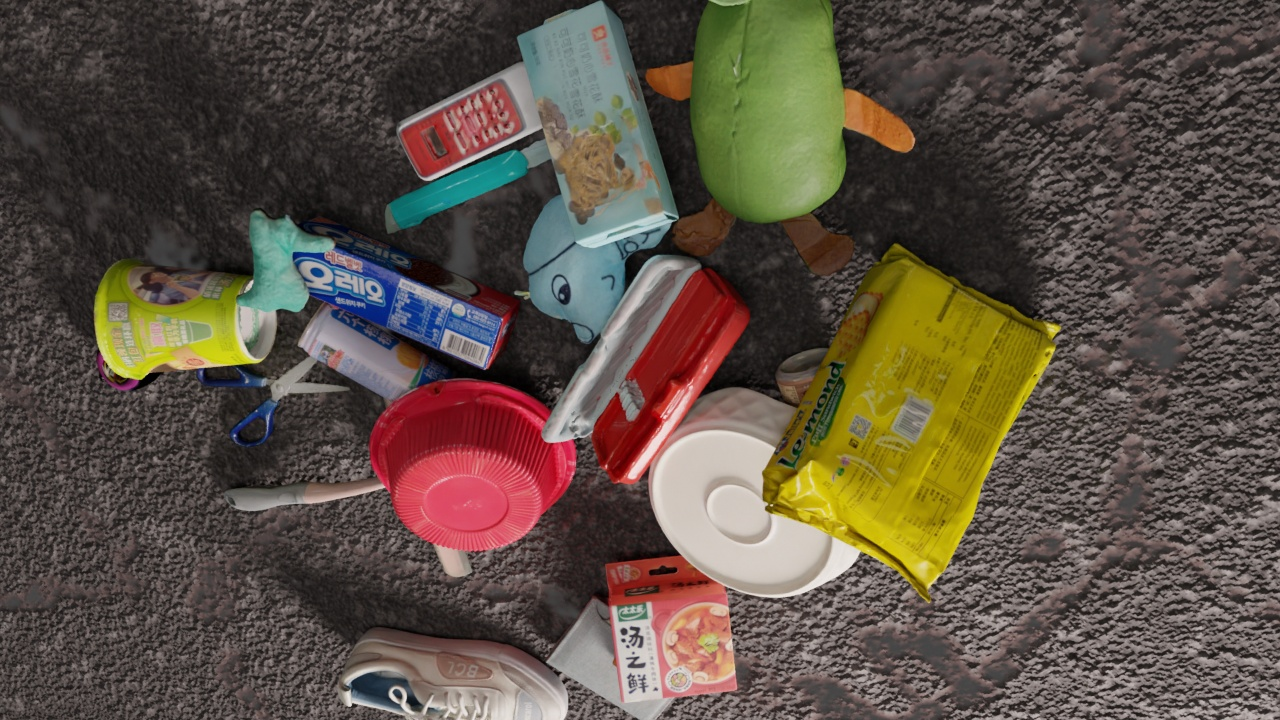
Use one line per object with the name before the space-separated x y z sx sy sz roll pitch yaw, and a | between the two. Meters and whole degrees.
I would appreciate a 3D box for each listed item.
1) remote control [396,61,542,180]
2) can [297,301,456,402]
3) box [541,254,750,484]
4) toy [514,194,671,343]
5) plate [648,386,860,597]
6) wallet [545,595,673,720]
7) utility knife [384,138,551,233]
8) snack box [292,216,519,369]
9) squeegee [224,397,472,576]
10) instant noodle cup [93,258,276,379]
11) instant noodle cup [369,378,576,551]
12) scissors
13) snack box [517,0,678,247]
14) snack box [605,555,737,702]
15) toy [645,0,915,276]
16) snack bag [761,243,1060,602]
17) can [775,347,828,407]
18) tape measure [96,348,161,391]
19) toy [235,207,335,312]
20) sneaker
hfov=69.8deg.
remote control | -0.139 -0.199 0.769 0.136 0.020 0.056 -20 105 18
can | -0.240 0.000 0.838 0.134 0.053 0.053 32 114 -13
box | -0.008 0.003 0.780 0.098 0.095 0.202 18 117 -32
toy | -0.044 -0.099 0.773 0.156 0.049 0.161 -16 93 25
plate | 0.094 0.123 0.802 0.205 0.045 0.205 16 123 25
wallet | -0.018 0.307 0.936 0.129 0.036 0.107 33 114 -3
utility knife | -0.147 -0.152 0.793 0.187 0.013 0.029 -18 108 19
snack box | -0.216 -0.062 0.818 0.207 0.058 0.057 23 113 1
squeegee | -0.321 0.130 0.925 0.250 0.040 0.248 -9 109 15
instant noodle cup | -0.409 -0.038 0.844 0.123 0.111 0.112 1 111 3
instant noodle cup | -0.155 0.110 0.838 0.194 0.065 0.194 -2 129 -2
scissors | -0.364 0.034 0.904 0.162 0.012 0.163 21 117 7
snack box | -0.032 -0.180 0.713 0.074 0.051 0.175 -17 89 17
snack box | 0.029 0.256 0.881 0.113 0.044 0.127 -7 101 1
toy | 0.094 -0.180 0.683 0.227 0.089 0.247 19 132 27
snack bag | 0.211 0.041 0.714 0.158 0.068 0.246 29 80 -2
can | 0.160 0.052 0.789 0.059 0.058 0.116 -16 107 16
tape measure | -0.505 0.000 0.909 0.058 0.039 0.057 18 114 9
toy | -0.304 -0.084 0.781 0.096 0.030 0.092 4 112 7
sneaker | -0.198 0.348 0.958 0.242 0.090 0.090 11 114 6
